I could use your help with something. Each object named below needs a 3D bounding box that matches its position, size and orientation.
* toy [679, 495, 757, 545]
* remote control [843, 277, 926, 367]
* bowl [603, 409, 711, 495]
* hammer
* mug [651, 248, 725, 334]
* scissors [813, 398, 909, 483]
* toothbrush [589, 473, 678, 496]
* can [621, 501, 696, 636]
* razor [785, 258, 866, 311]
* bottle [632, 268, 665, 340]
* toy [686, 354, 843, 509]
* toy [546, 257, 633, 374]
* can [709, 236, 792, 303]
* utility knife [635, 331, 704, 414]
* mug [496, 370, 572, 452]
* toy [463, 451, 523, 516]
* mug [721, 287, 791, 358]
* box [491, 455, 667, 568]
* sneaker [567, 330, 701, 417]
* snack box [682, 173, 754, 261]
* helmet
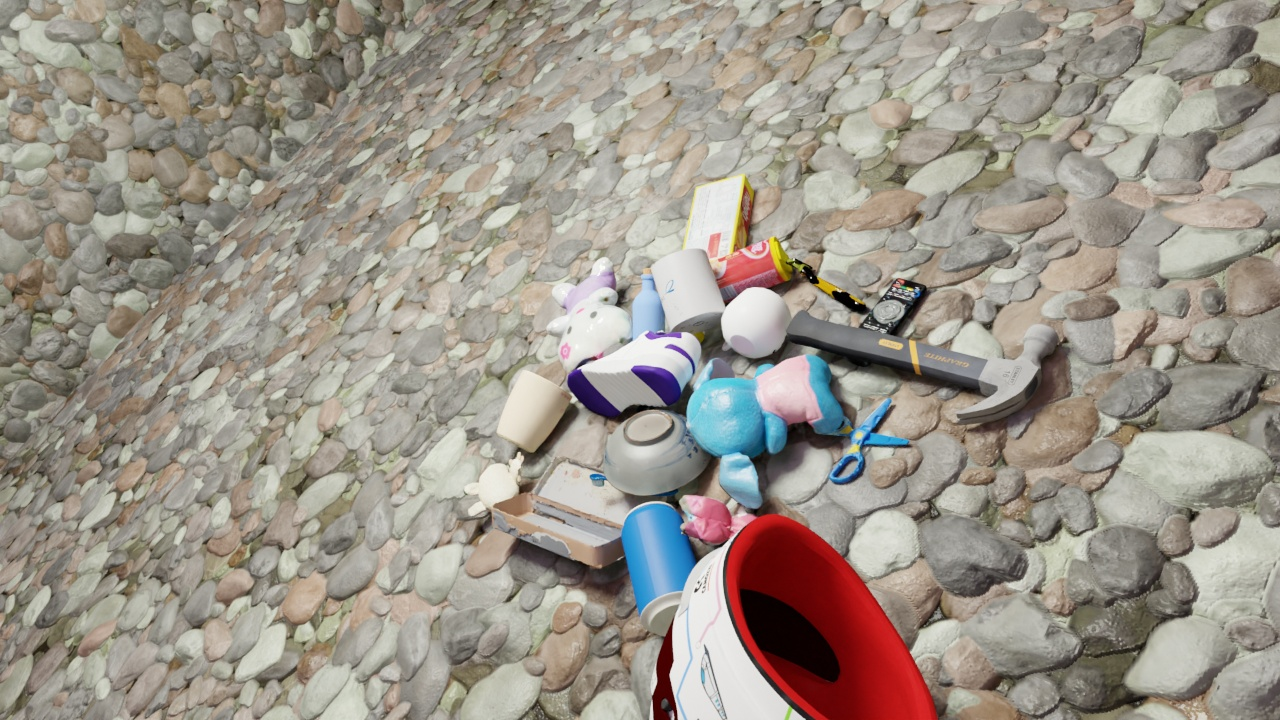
[{"bbox_3d":[0.093,0.199,1.089,0.102,0.050,0.065,11,42,0],"label":"toy"},{"bbox_3d":[0.314,-0.050,1.181,0.045,0.021,0.140,24,67,41],"label":"remote control"},{"bbox_3d":[0.015,0.105,1.193,0.151,0.057,0.150,-12,32,7],"label":"bowl"},{"bbox_3d":[0.319,-0.013,1.107,0.313,0.035,0.139,19,65,38],"label":"hammer"},{"bbox_3d":[0.065,-0.090,1.310,0.083,0.120,0.096,-12,74,-17],"label":"mug"},{"bbox_3d":[0.258,0.092,1.097,0.125,0.014,0.130,-48,43,-10],"label":"scissors"},{"bbox_3d":[-0.010,0.163,1.188,0.132,0.016,0.021,5,31,30],"label":"toothbrush"},{"bbox_3d":[0.026,0.242,1.071,0.079,0.079,0.146,-29,40,11],"label":"can"},{"bbox_3d":[0.259,-0.103,1.266,0.144,0.044,0.021,42,108,46],"label":"razor"},{"bbox_3d":[0.012,-0.070,1.349,0.048,0.048,0.131,3,95,38],"label":"bottle"},{"bbox_3d":[0.153,0.068,1.136,0.191,0.099,0.223,-18,42,10],"label":"toy"},{"bbox_3d":[-0.078,-0.061,1.437,0.138,0.085,0.209,-29,38,14],"label":"toy"},{"bbox_3d":[0.153,-0.129,1.341,0.125,0.067,0.066,-20,43,21],"label":"can"},{"bbox_3d":[0.022,0.045,1.309,0.029,0.020,0.233,10,58,52],"label":"utility knife"},{"bbox_3d":[-0.168,0.079,1.381,0.104,0.085,0.112,-62,16,-11],"label":"mug"},{"bbox_3d":[-0.204,0.182,1.324,0.112,0.050,0.087,-33,40,0],"label":"toy"},{"bbox_3d":[0.147,-0.042,1.258,0.076,0.090,0.124,-54,10,-31],"label":"mug"},{"bbox_3d":[-0.083,0.199,1.219,0.217,0.071,0.156,10,45,42],"label":"box"},{"bbox_3d":[-0.007,0.007,1.292,0.245,0.092,0.110,-9,35,52],"label":"sneaker"},{"bbox_3d":[0.122,-0.209,1.462,0.092,0.042,0.200,-12,46,28],"label":"snack box"},{"bbox_3d":[0.121,0.324,0.803,0.237,0.230,0.314,-60,35,29],"label":"helmet"}]
